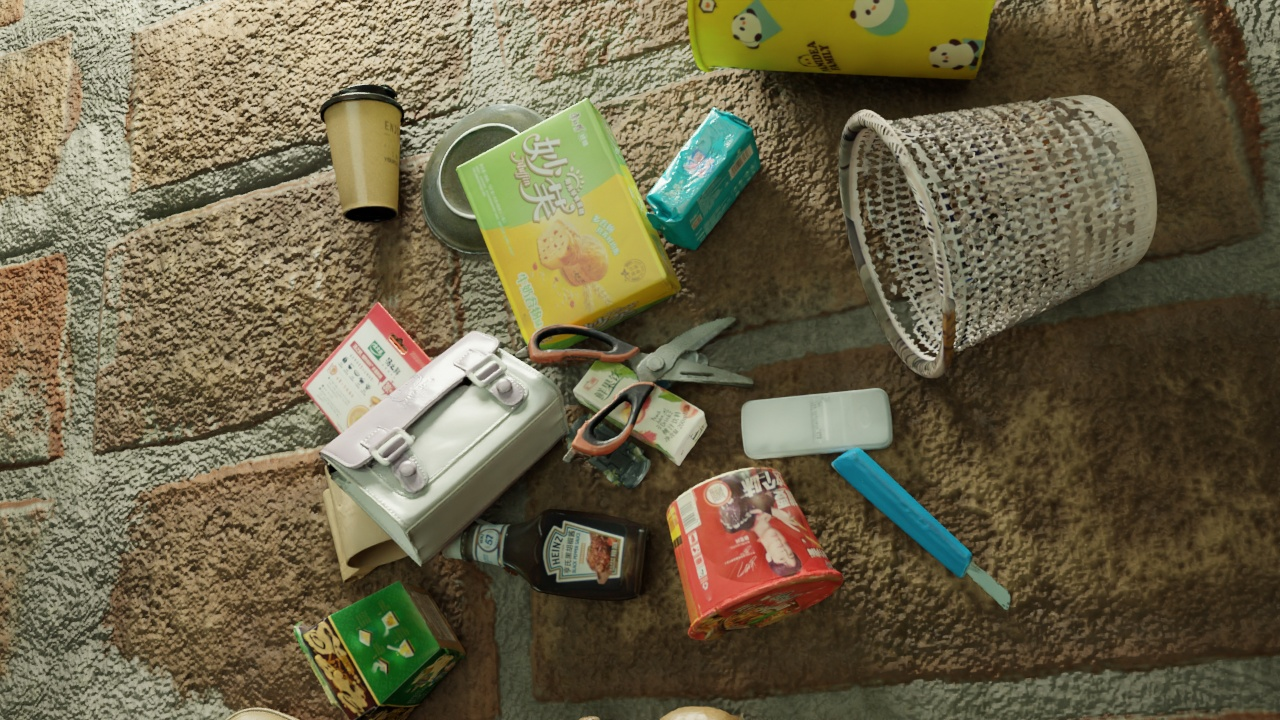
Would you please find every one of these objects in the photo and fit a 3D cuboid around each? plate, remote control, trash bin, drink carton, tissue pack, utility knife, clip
[{"bbox_3d":[-0.168,-0.205,1.015,0.180,0.024,0.179,-5,75,17],"label":"plate"},{"bbox_3d":[0.161,0.059,0.843,0.136,0.020,0.055,-7,75,16],"label":"remote control"},{"bbox_3d":[0.292,-0.120,0.757,0.192,0.227,0.227,-17,71,0],"label":"trash bin"},{"bbox_3d":[0.000,0.046,0.885,0.122,0.045,0.053,31,77,21],"label":"drink carton"},{"bbox_3d":[0.061,-0.174,0.896,0.050,0.093,0.133,37,89,18],"label":"tissue pack"},{"bbox_3d":[0.196,-0.368,0.839,0.255,0.229,0.229,12,80,15],"label":"trash bin"},{"bbox_3d":[0.243,0.144,0.791,0.187,0.018,0.034,44,137,17],"label":"utility knife"},{"bbox_3d":[0.038,0.008,0.900,0.056,0.026,0.024,-31,66,22],"label":"clip"}]

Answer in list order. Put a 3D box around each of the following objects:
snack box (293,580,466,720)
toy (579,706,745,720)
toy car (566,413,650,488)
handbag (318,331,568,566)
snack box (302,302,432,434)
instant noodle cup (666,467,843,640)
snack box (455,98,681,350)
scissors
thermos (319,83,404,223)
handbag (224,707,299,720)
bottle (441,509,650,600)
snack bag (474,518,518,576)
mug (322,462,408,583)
[{"bbox_3d":[-0.240,0.275,0.880,0.105,0.118,0.117,-37,69,-7],"label":"snack box"},{"bbox_3d":[0.050,0.360,0.773,0.226,0.082,0.143,35,80,25],"label":"toy"},{"bbox_3d":[-0.031,0.088,0.892,0.090,0.034,0.043,33,91,24],"label":"toy car"},{"bbox_3d":[-0.186,0.072,0.877,0.145,0.099,0.196,31,59,29],"label":"handbag"},{"bbox_3d":[-0.281,0.023,0.983,0.127,0.044,0.113,-47,67,3],"label":"snack box"},{"bbox_3d":[0.090,0.162,0.785,0.138,0.138,0.108,-25,62,10],"label":"instant noodle cup"},{"bbox_3d":[-0.073,-0.133,0.928,0.158,0.070,0.210,-25,79,11],"label":"snack box"},{"bbox_3d":[-0.007,0.009,0.861,0.189,0.015,0.226,39,67,16],"label":"scissors"},{"bbox_3d":[-0.310,-0.233,1.038,0.093,0.093,0.143,-10,81,15],"label":"thermos"},{"bbox_3d":[-0.333,0.423,0.854,0.205,0.147,0.100,20,120,23],"label":"handbag"},{"bbox_3d":[-0.090,0.179,0.867,0.195,0.044,0.079,5,78,10],"label":"bottle"},{"bbox_3d":[-0.158,0.176,0.915,0.105,0.026,0.045,18,75,18],"label":"snack bag"},{"bbox_3d":[-0.280,0.156,0.939,0.125,0.084,0.103,-38,64,34],"label":"mug"}]
